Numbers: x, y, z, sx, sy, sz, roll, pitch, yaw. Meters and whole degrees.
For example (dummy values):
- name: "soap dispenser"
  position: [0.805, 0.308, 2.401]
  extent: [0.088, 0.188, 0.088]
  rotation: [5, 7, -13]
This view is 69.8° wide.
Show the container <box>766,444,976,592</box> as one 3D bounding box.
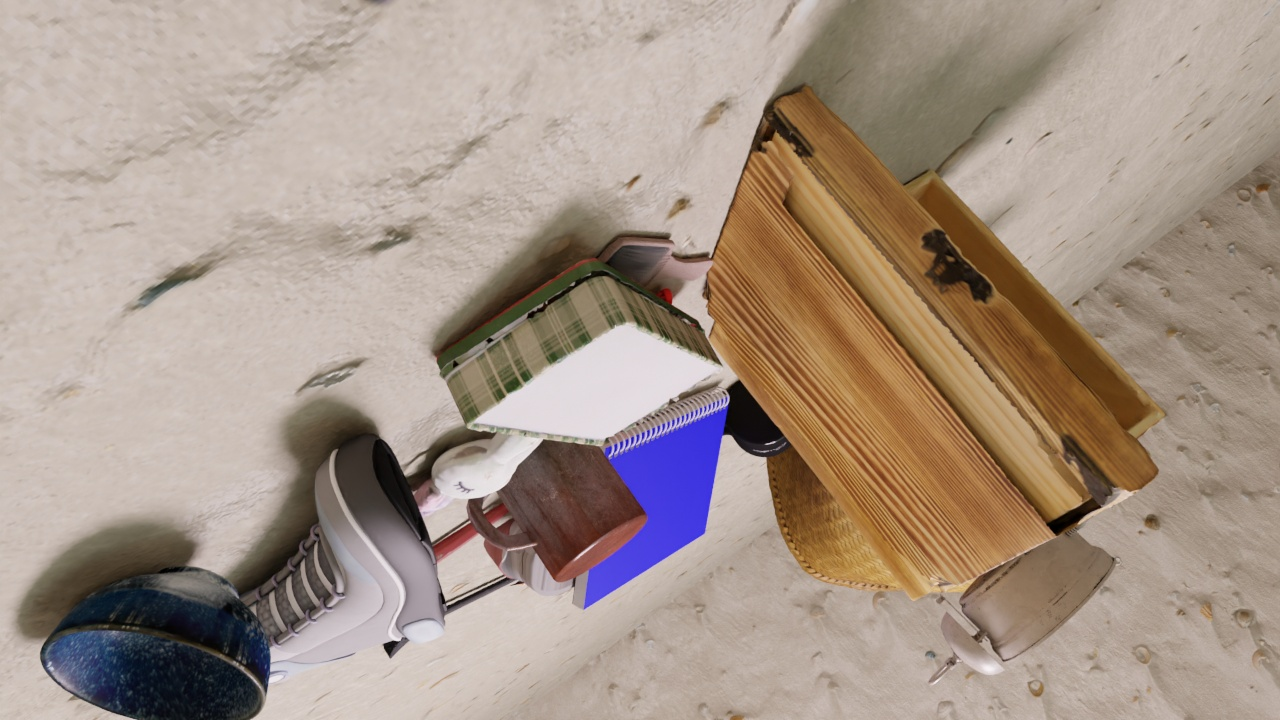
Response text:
- name: "container"
  position: [0.317, 0.118, 1.070]
  extent: [0.306, 0.307, 0.197]
  rotation: [-30, 172, -21]

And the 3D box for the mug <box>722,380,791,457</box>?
- name: "mug"
  position: [0.118, 0.065, 1.014]
  extent: [0.114, 0.078, 0.088]
  rotation: [-12, 164, 7]

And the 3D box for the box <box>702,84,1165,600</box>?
- name: "box"
  position: [0.216, -0.021, 0.636]
  extent: [0.285, 0.279, 0.337]
  rotation: [-32, 163, -17]

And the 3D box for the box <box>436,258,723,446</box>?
- name: "box"
  position: [-0.027, 0.002, 0.578]
  extent: [0.118, 0.051, 0.205]
  rotation: [-34, 163, 15]

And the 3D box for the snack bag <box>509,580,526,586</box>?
- name: "snack bag"
  position: [-0.074, 0.242, 1.079]
  extent: [0.157, 0.013, 0.057]
  rotation: [-8, 168, -41]

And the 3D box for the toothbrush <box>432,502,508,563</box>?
- name: "toothbrush"
  position: [-0.135, 0.138, 0.799]
  extent: [0.189, 0.016, 0.016]
  rotation: [-33, 158, -10]

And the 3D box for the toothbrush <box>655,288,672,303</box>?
- name: "toothbrush"
  position: [-0.004, 0.004, 0.712]
  extent: [0.017, 0.012, 0.213]
  rotation: [-18, 157, -19]

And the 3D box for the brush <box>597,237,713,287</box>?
- name: "brush"
  position: [0.012, -0.056, 0.587]
  extent: [0.050, 0.015, 0.135]
  rotation: [-45, 161, 28]

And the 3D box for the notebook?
- name: "notebook"
  position: [0.015, 0.124, 0.888]
  extent: [0.208, 0.022, 0.172]
  rotation: [-17, 121, -52]

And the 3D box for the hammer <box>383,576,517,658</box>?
- name: "hammer"
  position: [-0.154, 0.259, 1.071]
  extent: [0.324, 0.015, 0.095]
  rotation: [-15, 152, -50]

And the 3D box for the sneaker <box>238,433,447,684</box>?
- name: "sneaker"
  position: [-0.209, 0.141, 0.570]
  extent: [0.160, 0.093, 0.257]
  rotation: [-22, 158, -17]

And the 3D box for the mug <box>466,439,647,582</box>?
- name: "mug"
  position: [-0.070, 0.112, 0.709]
  extent: [0.122, 0.110, 0.096]
  rotation: [-26, 154, -32]

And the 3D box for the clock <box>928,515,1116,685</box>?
- name: "clock"
  position: [0.255, 0.168, 0.642]
  extent: [0.157, 0.061, 0.103]
  rotation: [-45, 162, 3]

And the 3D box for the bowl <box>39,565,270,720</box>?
- name: "bowl"
  position: [-0.255, 0.150, 0.505]
  extent: [0.114, 0.060, 0.115]
  rotation: [2, 136, 2]

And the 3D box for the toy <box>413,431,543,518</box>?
- name: "toy"
  position: [-0.111, 0.074, 0.646]
  extent: [0.123, 0.038, 0.079]
  rotation: [-37, 170, 8]

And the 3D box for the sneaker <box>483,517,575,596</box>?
- name: "sneaker"
  position: [-0.060, 0.167, 0.900]
  extent: [0.235, 0.089, 0.099]
  rotation: [5, 101, -57]
